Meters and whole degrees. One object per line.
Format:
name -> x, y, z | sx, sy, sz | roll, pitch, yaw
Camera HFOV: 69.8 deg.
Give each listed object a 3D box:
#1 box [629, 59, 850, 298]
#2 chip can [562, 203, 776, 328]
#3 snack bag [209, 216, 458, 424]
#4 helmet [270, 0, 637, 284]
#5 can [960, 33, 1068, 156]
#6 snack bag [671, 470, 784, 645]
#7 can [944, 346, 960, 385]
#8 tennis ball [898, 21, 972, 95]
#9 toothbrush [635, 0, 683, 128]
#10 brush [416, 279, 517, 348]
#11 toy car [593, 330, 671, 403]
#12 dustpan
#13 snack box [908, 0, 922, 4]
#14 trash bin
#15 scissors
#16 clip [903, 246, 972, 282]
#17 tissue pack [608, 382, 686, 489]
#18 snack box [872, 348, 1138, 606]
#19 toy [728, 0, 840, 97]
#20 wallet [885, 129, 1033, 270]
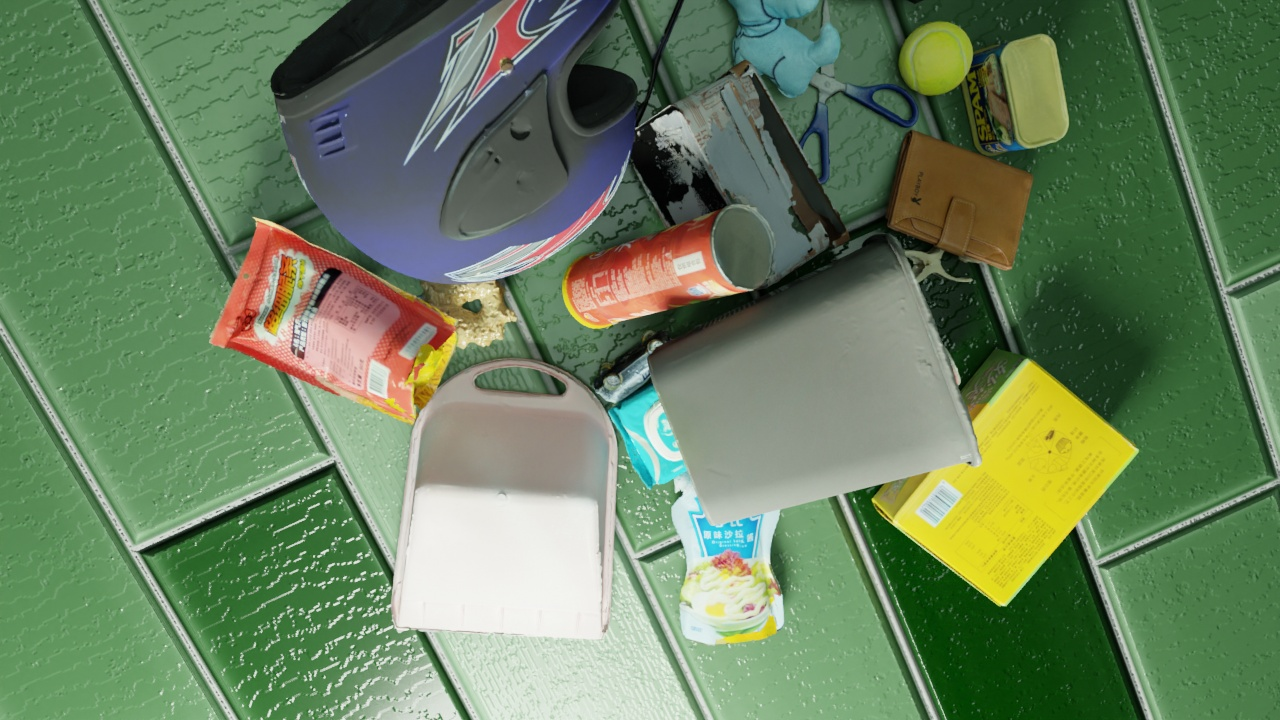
box -> 0.103, -0.171, 0.821 | 0.148, 0.147, 0.181 | -33, 102, -22
chip can -> 0.017, -0.077, 0.791 | 0.073, 0.217, 0.073 | 5, 81, -35
snack bag -> -0.276, -0.032, 0.827 | 0.208, 0.073, 0.129 | 25, 100, 3
helmet -> -0.119, -0.203, 0.749 | 0.315, 0.247, 0.240 | -38, 128, -1
can -> 0.347, -0.245, 0.853 | 0.057, 0.083, 0.102 | -17, 101, -2
snack bag -> 0.090, 0.193, 0.935 | 0.110, 0.038, 0.191 | -3, 99, 5
can -> 0.257, 0.021, 0.901 | 0.094, 0.066, 0.066 | -29, 101, 1
tennis ball -> 0.273, -0.280, 0.850 | 0.065, 0.065, 0.065 | -1, 100, -4
toothbrush -> 0.022, -0.302, 0.855 | 0.017, 0.014, 0.189 | 22, 97, 5
brush -> -0.245, -0.049, 0.870 | 0.254, 0.045, 0.083 | -3, 104, 0
toy car -> -0.005, 0.005, 0.892 | 0.090, 0.043, 0.034 | -39, 106, 2
dustpan -> -0.127, 0.144, 0.925 | 0.222, 0.138, 0.274 | 7, 127, -7
snack box -> 0.226, -0.399, 0.809 | 0.113, 0.053, 0.126 | 21, 103, -8
trash bin -> 0.136, 0.022, 0.781 | 0.220, 0.199, 0.198 | -20, 92, 8
scissors -> 0.187, -0.252, 0.876 | 0.162, 0.012, 0.175 | 5, 98, -3
clip -> 0.277, -0.096, 0.900 | 0.100, 0.034, 0.070 | -8, 99, -8
tissue pack -> 0.042, 0.057, 0.900 | 0.133, 0.050, 0.093 | -29, 102, 2
snack box -> 0.364, 0.117, 0.925 | 0.157, 0.070, 0.210 | 37, 95, -9
toy -> 0.117, -0.330, 0.823 | 0.161, 0.049, 0.157 | 32, 125, 21
wallet -> 0.305, -0.153, 0.880 | 0.132, 0.031, 0.107 | 19, 77, -6
